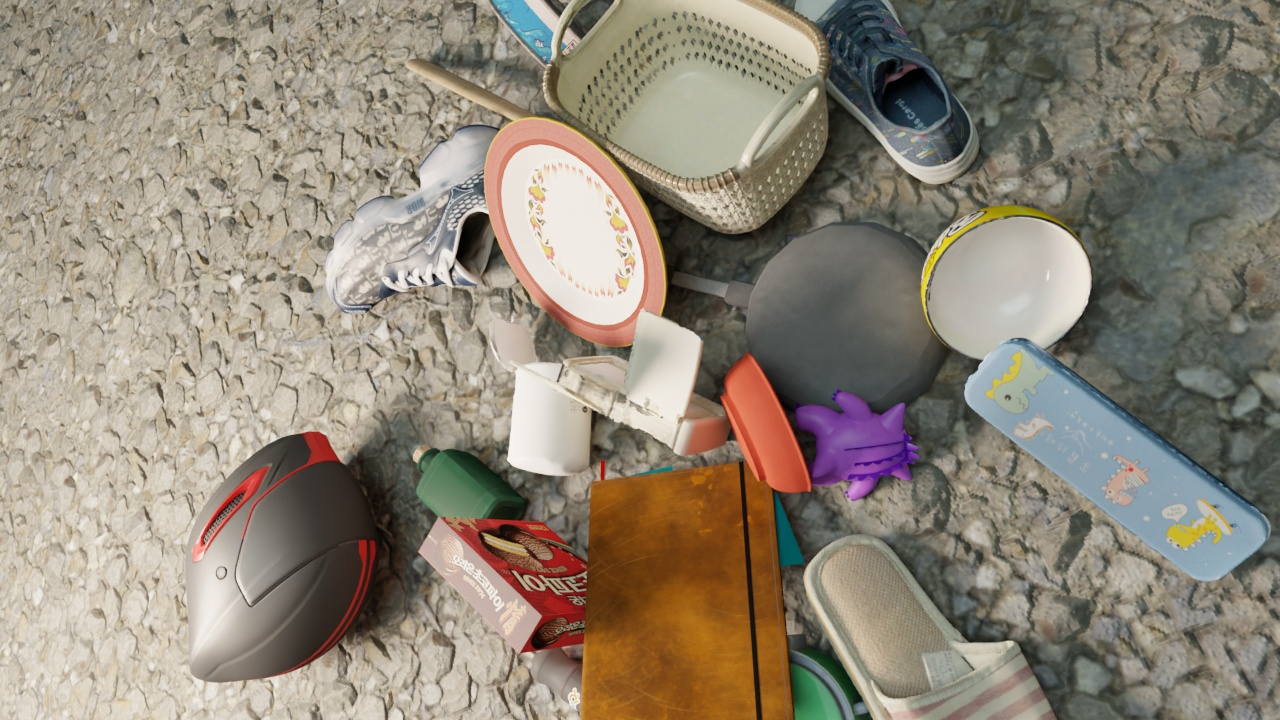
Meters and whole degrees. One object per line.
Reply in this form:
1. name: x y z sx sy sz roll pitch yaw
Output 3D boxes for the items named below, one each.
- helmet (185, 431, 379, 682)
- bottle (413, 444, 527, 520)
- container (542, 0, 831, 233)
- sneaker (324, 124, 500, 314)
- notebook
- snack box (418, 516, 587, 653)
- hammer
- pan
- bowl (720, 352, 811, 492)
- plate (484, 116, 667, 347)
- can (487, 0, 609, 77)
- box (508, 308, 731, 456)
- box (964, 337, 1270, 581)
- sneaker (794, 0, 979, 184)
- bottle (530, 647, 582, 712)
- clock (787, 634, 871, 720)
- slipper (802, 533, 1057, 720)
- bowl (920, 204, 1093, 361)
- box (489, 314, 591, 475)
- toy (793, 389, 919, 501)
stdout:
1. helmet: -0.364 0.221 0.947 0.170 0.164 0.264 35 88 19
2. bottle: -0.182 0.128 0.921 0.131 0.061 0.061 34 95 30
3. container: 0.047 -0.225 0.804 0.246 0.143 0.184 39 86 31
4. sneaker: -0.220 -0.119 0.981 0.270 0.103 0.132 -38 70 14
5. notebook: 0.042 0.184 0.742 0.179 0.014 0.248 -9 51 12
6. snack box: -0.095 0.193 0.806 0.133 0.152 0.036 35 97 30
7. hammer: -0.162 -0.276 0.984 0.331 0.119 0.031 33 125 40
8. pan: 0.094 -0.058 0.814 0.358 0.041 0.178 18 89 31
9. bowl: 0.096 0.056 0.739 0.035 0.122 0.122 -24 67 0
10. plate: -0.059 -0.117 0.848 0.230 0.021 0.230 30 140 29
11. can: -0.091 -0.333 0.924 0.044 0.129 0.130 -42 63 16
12. box: -0.002 0.013 0.775 0.145 0.185 0.095 25 84 24
13. box: 0.322 0.067 0.633 0.210 0.049 0.066 42 106 18
14. sneaker: 0.195 -0.251 0.774 0.088 0.079 0.235 -36 65 18
15. bottle: -0.051 0.297 0.827 0.110 0.036 0.036 24 92 31
16. clock: 0.102 0.302 0.714 0.122 0.075 0.162 39 96 30
17. slipper: 0.218 0.233 0.658 0.115 0.052 0.263 -27 59 -15
18. bowl: 0.269 -0.064 0.690 0.117 0.067 0.117 3 119 6
19. box: -0.098 0.029 0.885 0.112 0.084 0.162 -4 76 36
20. toy: 0.172 0.070 0.727 0.088 0.055 0.106 -10 116 8
